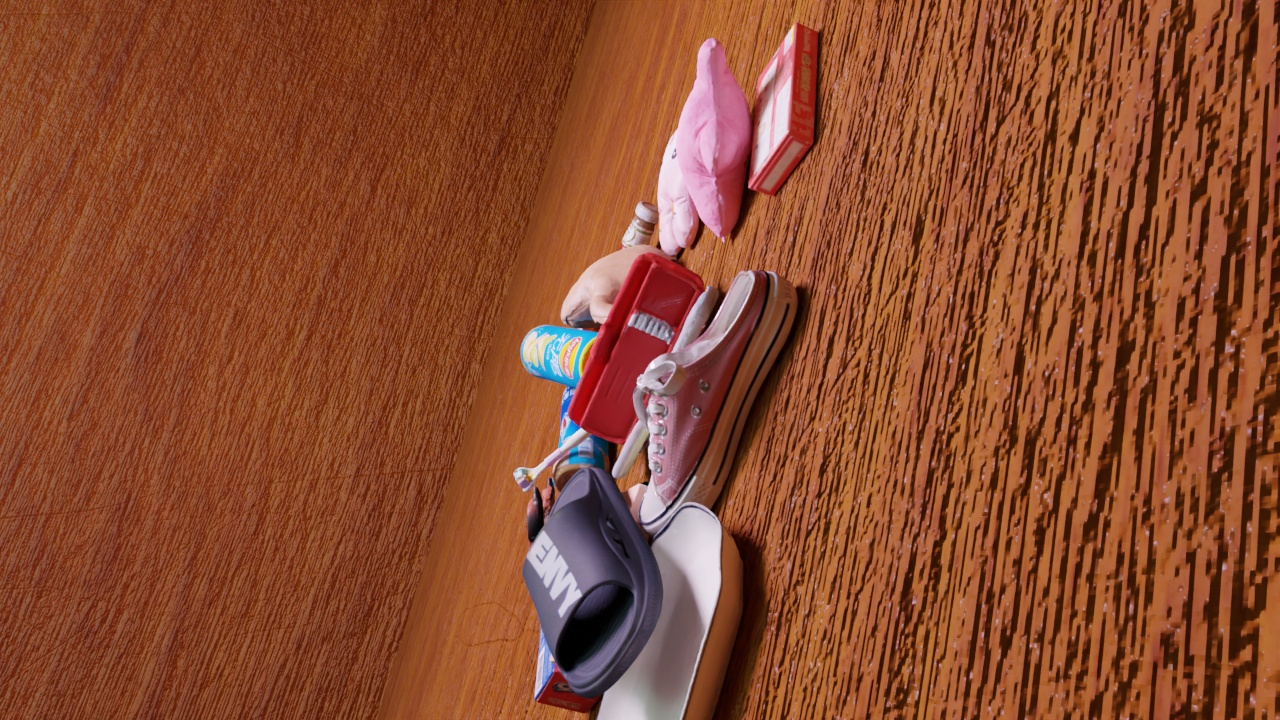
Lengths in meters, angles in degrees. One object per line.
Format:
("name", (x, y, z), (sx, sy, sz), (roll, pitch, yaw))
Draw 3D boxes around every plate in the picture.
("plate", (0.017, 0.234, 0.651), (0.162, 0.034, 0.265), (175, 113, -74))

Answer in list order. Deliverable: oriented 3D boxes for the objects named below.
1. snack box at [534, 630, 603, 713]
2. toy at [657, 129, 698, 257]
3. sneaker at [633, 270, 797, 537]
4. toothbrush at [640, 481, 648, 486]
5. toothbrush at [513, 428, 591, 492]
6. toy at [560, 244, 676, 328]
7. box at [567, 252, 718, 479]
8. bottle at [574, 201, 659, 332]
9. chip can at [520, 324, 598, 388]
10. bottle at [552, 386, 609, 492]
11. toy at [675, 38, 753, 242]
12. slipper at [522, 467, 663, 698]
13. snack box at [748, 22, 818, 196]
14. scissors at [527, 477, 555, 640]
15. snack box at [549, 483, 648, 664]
("snack box", (-0.063, 0.235, 0.903), (0.207, 0.058, 0.057), (-90, 22, -51))
("toy", (0.051, -0.202, 1.049), (0.121, 0.054, 0.159), (154, 125, -72))
("sneaker", (0.036, 0.033, 0.722), (0.118, 0.088, 0.241), (-104, 35, -66))
("toothbrush", (-0.033, 0.194, 0.853), (0.188, 0.014, 0.017), (-63, -3, -27))
("toothbrush", (-0.062, 0.079, 1.009), (0.190, 0.029, 0.020), (-38, -23, 7))
("toy", (-0.023, -0.082, 1.042), (0.143, 0.082, 0.226), (-39, 6, -4))
("box", (-0.006, 0.005, 0.884), (0.100, 0.095, 0.201), (-61, -4, -68))
("bottle", (-0.026, -0.110, 1.197), (0.059, 0.059, 0.206), (-96, 28, -59))
("chip can", (-0.074, -0.003, 1.059), (0.210, 0.071, 0.071), (12, 83, 64))
("bottle", (-0.066, 0.069, 1.108), (0.218, 0.065, 0.065), (-89, 22, -50))
("toy", (0.073, -0.203, 0.906), (0.194, 0.074, 0.178), (49, -142, -86))
("slipper", (-0.058, 0.160, 0.735), (0.111, 0.083, 0.268), (-56, 20, 11))
("snack box", (0.130, -0.228, 0.830), (0.075, 0.025, 0.152), (126, 158, -53))
("scissors", (-0.104, 0.225, 0.990), (0.189, 0.015, 0.224), (87, -178, -66))
("snack box", (-0.030, 0.189, 0.800), (0.085, 0.026, 0.157), (-40, 27, 62))
